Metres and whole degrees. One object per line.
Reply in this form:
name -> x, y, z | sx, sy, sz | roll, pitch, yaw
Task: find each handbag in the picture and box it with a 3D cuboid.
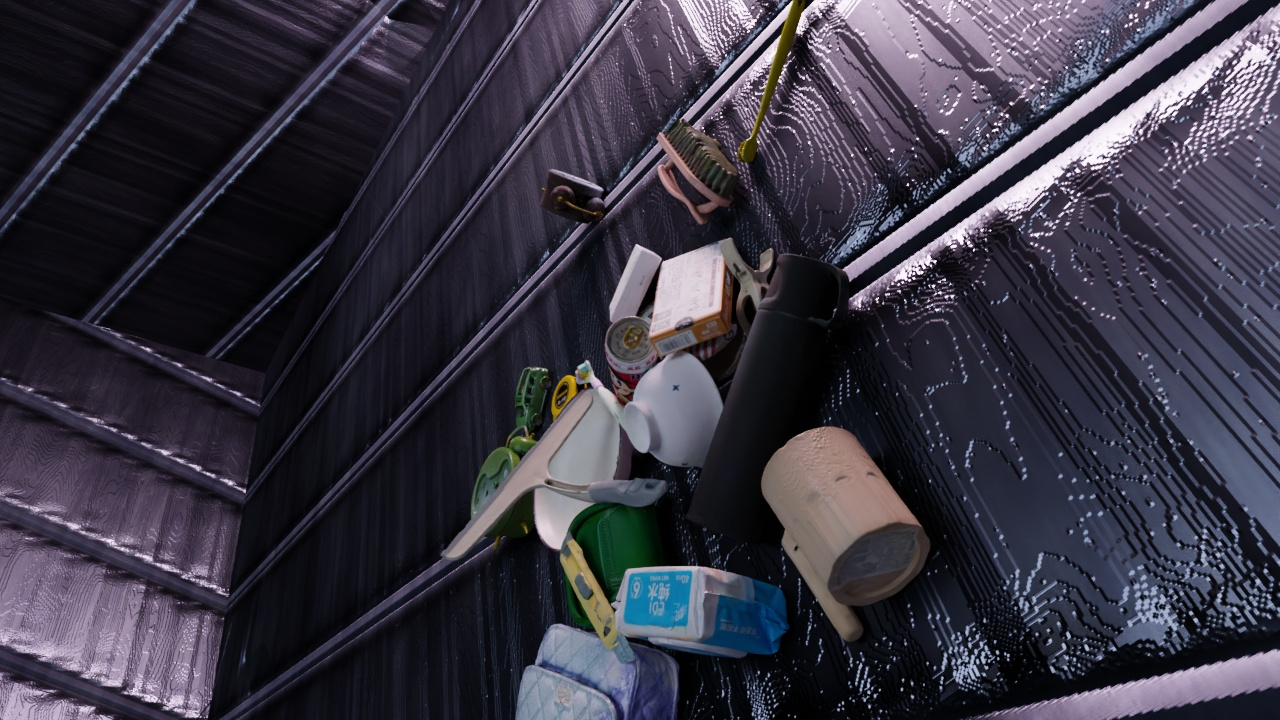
handbag -> -0.018, 0.196, 0.904 | 0.120, 0.068, 0.131 | -50, 35, 31
handbag -> -0.047, 0.328, 0.867 | 0.194, 0.075, 0.134 | -12, 63, 58

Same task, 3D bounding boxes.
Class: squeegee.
squeegee -> -0.048, 0.125, 0.909 | 0.247, 0.039, 0.245 | -3, 40, 50

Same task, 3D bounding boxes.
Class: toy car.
toy car -> -0.150, 0.052, 1.252 | 0.043, 0.036, 0.091 | -10, 68, 56

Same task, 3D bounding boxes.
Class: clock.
clock -> -0.170, 0.160, 1.198 | 0.116, 0.056, 0.161 | -33, 46, 47
clock -> -0.094, -0.225, 1.277 | 0.055, 0.082, 0.122 | -68, 28, 14

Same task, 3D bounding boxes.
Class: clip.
clip -> 0.111, -0.067, 0.879 | 0.035, 0.060, 0.097 | -37, 54, 46

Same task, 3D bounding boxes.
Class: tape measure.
tape measure -> -0.086, 0.049, 1.151 | 0.060, 0.029, 0.057 | -36, 44, 45

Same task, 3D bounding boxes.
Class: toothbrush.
toothbrush -> -0.037, 0.042, 0.991 | 0.029, 0.020, 0.189 | -66, 26, 10
toothbrush -> 0.141, -0.303, 0.990 | 0.017, 0.015, 0.190 | 15, 86, 68

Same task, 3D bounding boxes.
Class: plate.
plate -> -0.061, 0.126, 1.049 | 0.193, 0.039, 0.192 | -37, 43, 45

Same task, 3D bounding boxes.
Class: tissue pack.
tissue pack -> 0.047, 0.210, 0.762 | 0.140, 0.090, 0.063 | -20, 56, 54

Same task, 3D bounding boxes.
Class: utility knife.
utility knife -> -0.042, 0.223, 0.860 | 0.031, 0.019, 0.178 | -61, 39, 14

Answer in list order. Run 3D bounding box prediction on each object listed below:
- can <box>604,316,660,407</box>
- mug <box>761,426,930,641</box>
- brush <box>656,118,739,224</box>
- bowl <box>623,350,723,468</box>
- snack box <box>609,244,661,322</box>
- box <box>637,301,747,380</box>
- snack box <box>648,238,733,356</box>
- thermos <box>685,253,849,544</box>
can -> -0.006, 0.006, 0.943 | 0.133, 0.053, 0.053 | 82, -167, -66
mug -> 0.144, 0.128, 0.672 | 0.103, 0.084, 0.125 | -119, 30, -52
brush -> 0.062, -0.207, 1.019 | 0.073, 0.063, 0.145 | -52, 35, 22
bowl -> 0.023, 0.055, 0.871 | 0.118, 0.064, 0.118 | 41, 139, 49
snack box -> -0.008, -0.086, 1.042 | 0.156, 0.027, 0.085 | -100, 34, -81
box -> 0.044, -0.036, 0.931 | 0.075, 0.077, 0.163 | -59, 28, 2
snack box -> 0.053, -0.065, 0.906 | 0.075, 0.026, 0.153 | -19, 29, 19
thermos -> 0.113, 0.032, 0.778 | 0.090, 0.068, 0.242 | 15, 86, 66
